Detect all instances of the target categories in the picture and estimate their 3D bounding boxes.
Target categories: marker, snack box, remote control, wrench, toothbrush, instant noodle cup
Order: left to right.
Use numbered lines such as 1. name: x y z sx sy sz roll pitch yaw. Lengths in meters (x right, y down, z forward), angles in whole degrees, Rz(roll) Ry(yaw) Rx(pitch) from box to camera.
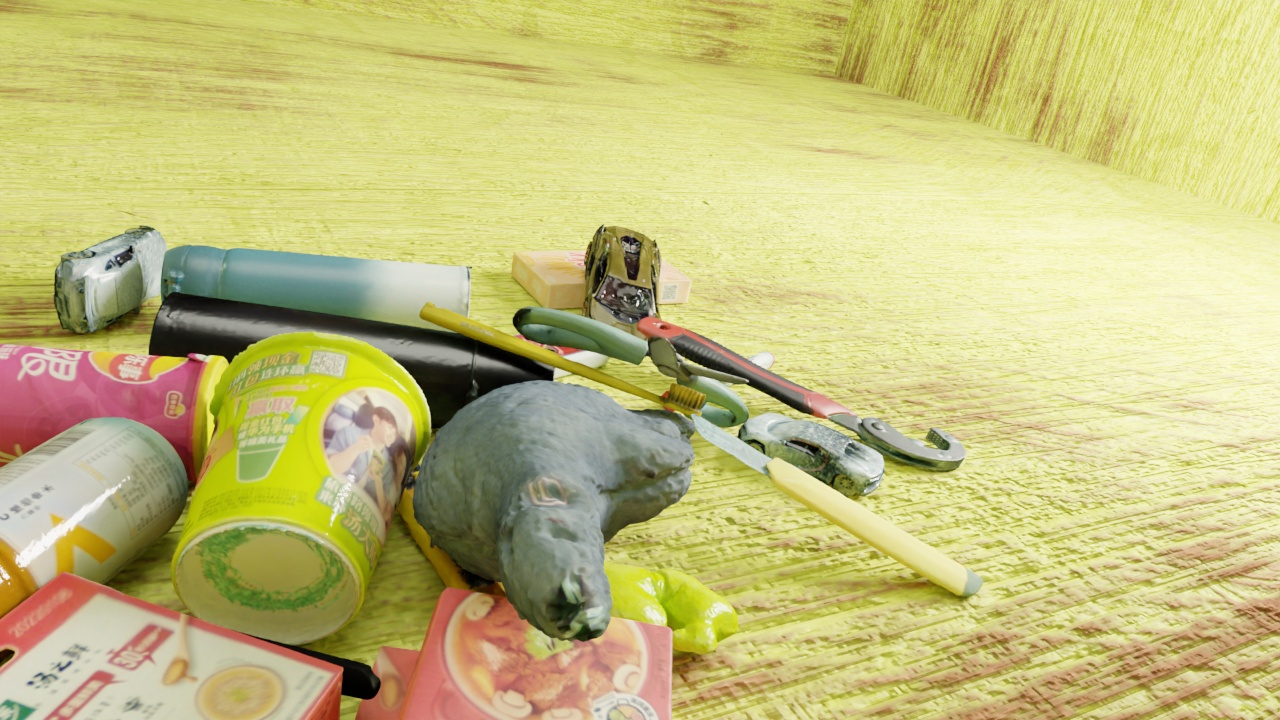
1. snack box: -0.191 0.142 0.325 0.127 0.044 0.113 16 26 7
2. marker: -0.164 0.124 0.382 0.124 0.018 0.015 6 21 16
3. instant noodle cup: -0.164 0.064 0.441 0.111 0.112 0.123 7 32 -10
4. snack box: -0.053 0.149 0.359 0.127 0.044 0.113 10 30 -4
5. remote control: -0.086 -0.003 0.710 0.135 0.020 0.056 -14 36 -44
6. toothbrush: -0.050 -0.002 0.582 0.190 0.016 0.015 20 2 4
7. snack box: -0.037 -0.081 0.890 0.157 0.026 0.084 -4 29 -31
8. marker: 0.066 0.015 0.742 0.017 0.017 0.144 28 29 31
9. wrench: 0.120 0.024 0.719 0.273 0.016 0.056 23 29 12

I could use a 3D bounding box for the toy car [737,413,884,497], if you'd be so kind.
1. toy car: 0.119 0.062 0.646 0.106 0.031 0.048 19 25 19

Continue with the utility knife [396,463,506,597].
1. utility knife: -0.085 0.110 0.474 0.033 0.015 0.216 -10 33 -35

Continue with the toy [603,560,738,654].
1. toy: -0.005 0.122 0.462 0.100 0.031 0.097 1 16 -34

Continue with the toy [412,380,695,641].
1. toy: -0.041 0.060 0.471 0.138 0.091 0.356 5 5 5

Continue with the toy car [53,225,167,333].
1. toy car: -0.378 -0.060 0.667 0.037 0.054 0.120 8 24 -1

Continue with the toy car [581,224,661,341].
1. toy car: -0.014 -0.064 0.813 0.070 0.042 0.157 13 43 -13

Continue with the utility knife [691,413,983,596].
1. utility knife: 0.118 0.086 0.550 0.204 0.021 0.030 35 29 -2

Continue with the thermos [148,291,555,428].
1. thermos: -0.177 0.006 0.584 0.242 0.068 0.090 7 7 -9

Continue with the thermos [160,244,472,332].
1. thermos: -0.240 -0.049 0.691 0.220 0.070 0.070 4 26 -15

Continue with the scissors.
1. scissors: -0.003 0.004 0.620 0.170 0.019 0.171 18 -13 18

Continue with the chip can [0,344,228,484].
1. chip can: -0.334 0.025 0.482 0.210 0.071 0.071 5 26 -14

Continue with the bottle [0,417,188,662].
1. bottle: -0.271 0.089 0.377 0.068 0.068 0.189 15 25 7
